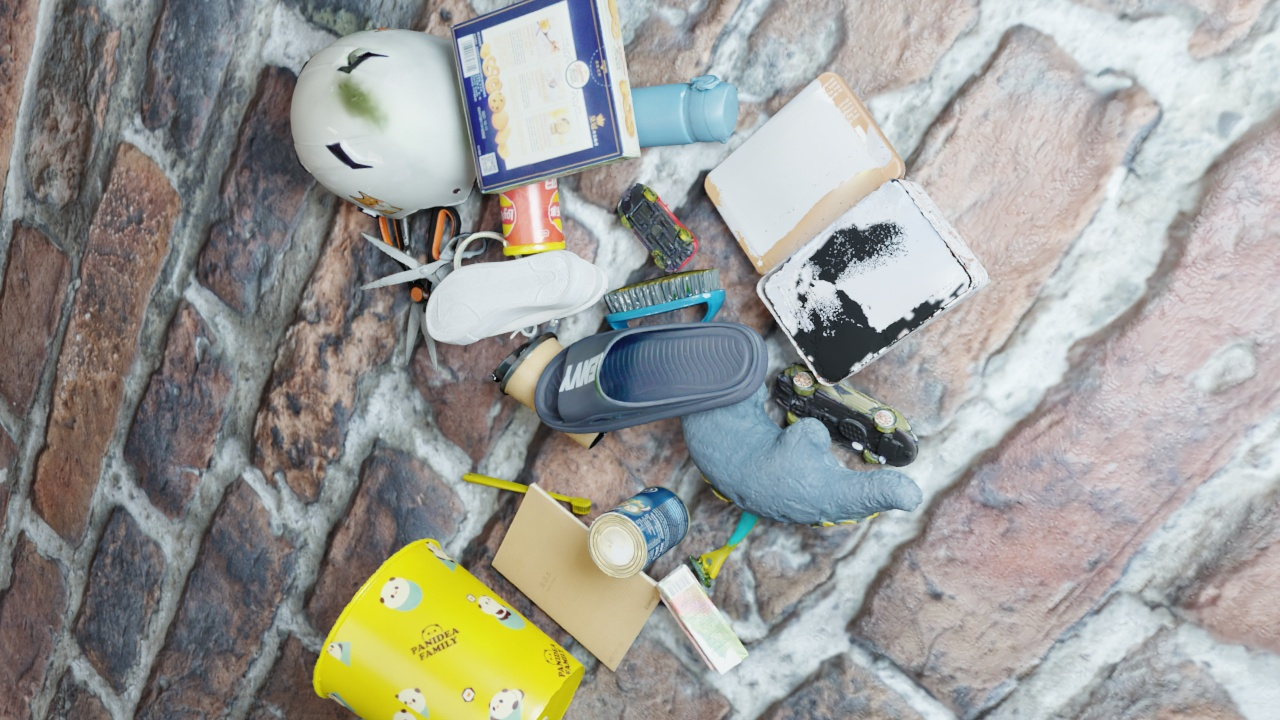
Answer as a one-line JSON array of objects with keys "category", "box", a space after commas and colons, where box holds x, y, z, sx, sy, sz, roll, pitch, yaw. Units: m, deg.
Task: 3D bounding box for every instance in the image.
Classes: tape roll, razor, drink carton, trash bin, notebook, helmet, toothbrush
[{"category": "tape roll", "box": [-0.183, -0.113, 1.110, 0.086, 0.013, 0.086, 3, 109, 9]}, {"category": "razor", "box": [0.102, 0.196, 1.020, 0.133, 0.028, 0.043, -57, 41, 27]}, {"category": "drink carton", "box": [0.067, 0.293, 1.036, 0.045, 0.053, 0.122, -34, 81, -9]}, {"category": "trash bin", "box": [-0.225, 0.385, 1.130, 0.255, 0.229, 0.230, 30, 112, 15]}, {"category": "notebook", "box": [-0.082, 0.269, 1.135, 0.211, 0.012, 0.150, 37, 119, 16]}, {"category": "helmet", "box": [-0.317, -0.285, 1.078, 0.274, 0.156, 0.230, 10, 96, 30]}, {"category": "toothbrush", "box": [-0.145, 0.166, 1.156, 0.190, 0.015, 0.017, 8, 109, 27]}]

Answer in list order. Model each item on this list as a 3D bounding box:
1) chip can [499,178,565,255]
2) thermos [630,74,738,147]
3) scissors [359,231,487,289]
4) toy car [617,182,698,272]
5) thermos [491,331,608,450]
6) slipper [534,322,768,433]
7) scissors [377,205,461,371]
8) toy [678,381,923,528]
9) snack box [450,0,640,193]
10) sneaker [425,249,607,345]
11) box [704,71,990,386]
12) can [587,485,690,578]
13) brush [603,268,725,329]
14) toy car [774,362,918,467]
[{"category": "chip can", "box": [-0.131, -0.230, 1.045, 0.073, 0.073, 0.216, -2, 97, 29]}, {"category": "thermos", "box": [-0.003, -0.259, 0.973, 0.221, 0.070, 0.070, 2, 100, 28]}, {"category": "scissors", "box": [-0.263, -0.113, 1.134, 0.181, 0.014, 0.160, 42, 105, -10]}, {"category": "toy car", "box": [0.018, -0.146, 1.000, 0.106, 0.031, 0.049, 50, 117, 14]}, {"category": "thermos", "box": [-0.094, 0.036, 1.067, 0.143, 0.092, 0.093, 41, 116, 8]}, {"category": "slipper", "box": [-0.006, 0.005, 0.943, 0.269, 0.083, 0.110, -10, 67, 26]}, {"category": "scissors", "box": [-0.289, -0.108, 1.180, 0.204, 0.021, 0.225, 42, 116, 16]}, {"category": "toy", "box": [0.120, 0.092, 0.941, 0.356, 0.091, 0.138, 31, 135, 35]}, {"category": "snack box", "box": [-0.100, -0.281, 0.956, 0.183, 0.045, 0.178, -8, 94, 26]}, {"category": "sneaker", "box": [-0.144, -0.073, 1.074, 0.243, 0.090, 0.089, -13, 81, 33]}, {"category": "box", "box": [0.186, -0.129, 0.893, 0.177, 0.082, 0.260, -38, 77, 29]}, {"category": "can", "box": [-0.001, 0.191, 1.027, 0.075, 0.111, 0.075, 5, 102, 28]}, {"category": "brush", "box": [0.026, -0.055, 0.999, 0.144, 0.055, 0.073, -10, 93, 29]}, {"category": "toy car", "box": [0.207, 0.056, 0.923, 0.158, 0.042, 0.070, 29, 148, 20]}]
